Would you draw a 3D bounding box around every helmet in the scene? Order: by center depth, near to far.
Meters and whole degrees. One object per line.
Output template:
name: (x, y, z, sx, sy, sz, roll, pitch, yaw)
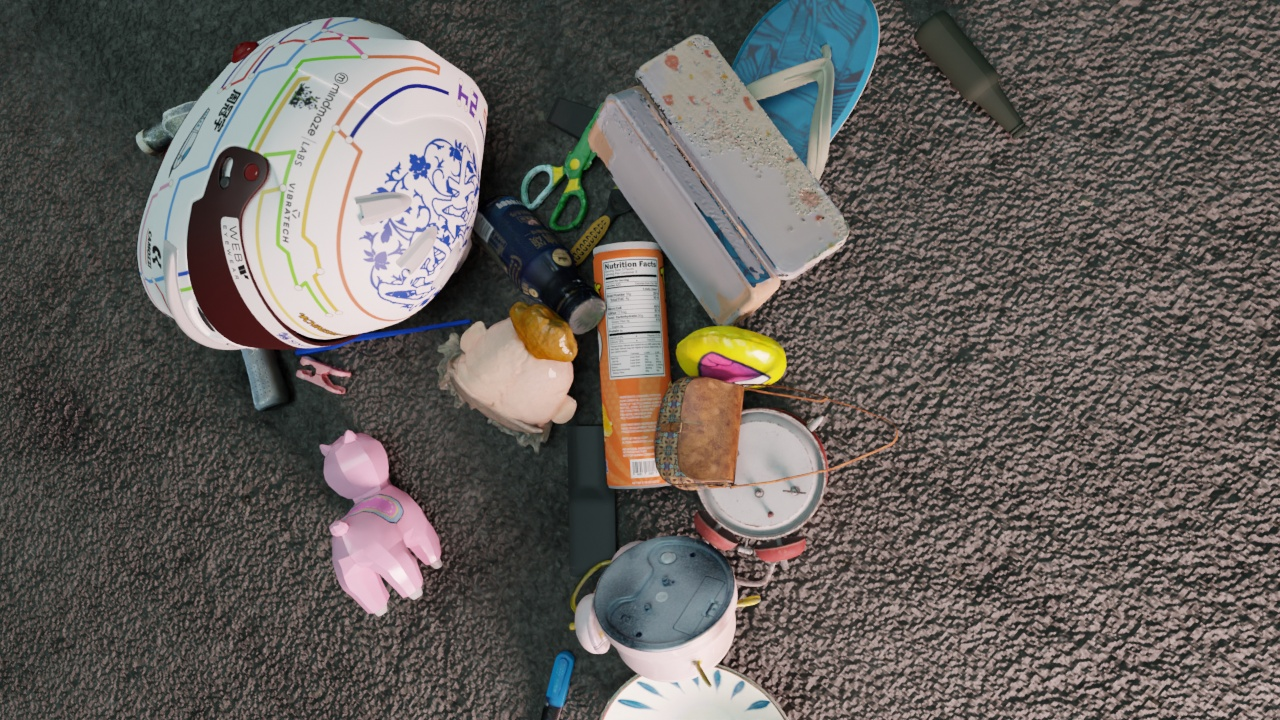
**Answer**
helmet: (-0.262, -0.134, 0.790, 0.236, 0.231, 0.314, 23, 88, 20)

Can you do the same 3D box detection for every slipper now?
slipper: (0.111, -0.190, 0.790, 0.118, 0.060, 0.295, 21, 95, 17)

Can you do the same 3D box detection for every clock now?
clock: (0.009, 0.205, 0.771, 0.158, 0.116, 0.059, 9, 131, 32)
clock: (0.099, 0.115, 0.784, 0.110, 0.062, 0.157, 12, 92, 13)

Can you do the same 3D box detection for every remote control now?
remote control: (-0.045, 0.129, 0.840, 0.045, 0.021, 0.140, -2, 90, 15)
remote control: (-0.030, -0.210, 0.849, 0.125, 0.010, 0.039, 27, 95, 14)

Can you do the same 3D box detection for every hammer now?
hammer: (-0.409, -0.110, 0.930, 0.141, 0.036, 0.326, -20, 84, 14)

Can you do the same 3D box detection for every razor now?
razor: (-0.045, -0.114, 0.845, 0.044, 0.021, 0.144, 39, 97, -6)

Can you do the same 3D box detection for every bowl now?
bowl: (0.053, 0.336, 0.785, 0.177, 0.070, 0.177, 0, 89, 14)

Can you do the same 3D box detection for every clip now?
clip: (-0.313, 0.008, 0.909, 0.059, 0.022, 0.039, 15, 96, 15)

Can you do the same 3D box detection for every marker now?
marker: (-0.083, 0.329, 0.848, 0.018, 0.015, 0.123, 15, 94, 13)

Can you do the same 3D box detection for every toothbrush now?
toothbrush: (-0.254, -0.026, 0.900, 0.187, 0.016, 0.011, -10, 84, 12)

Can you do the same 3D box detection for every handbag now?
handbag: (0.103, 0.058, 0.729, 0.196, 0.043, 0.093, -1, 72, 27)

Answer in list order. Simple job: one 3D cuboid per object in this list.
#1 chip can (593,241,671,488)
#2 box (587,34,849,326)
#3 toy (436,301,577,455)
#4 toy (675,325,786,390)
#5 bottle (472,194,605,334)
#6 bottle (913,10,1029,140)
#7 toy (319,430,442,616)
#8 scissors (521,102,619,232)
chip can: (-0.005, 0.005, 0.811, 0.062, 0.062, 0.210, -4, 88, 14)
box: (0.063, -0.150, 0.771, 0.217, 0.094, 0.121, 56, 145, 8)
toy: (-0.106, 0.004, 0.807, 0.132, 0.076, 0.176, 35, 138, -11)
toy: (0.077, -0.002, 0.778, 0.096, 0.094, 0.041, -8, 63, 35)
bottle: (-0.091, -0.086, 0.816, 0.056, 0.056, 0.161, -48, 59, 8)
bottle: (0.278, -0.235, 0.763, 0.033, 0.033, 0.123, -38, 81, 10)
toy: (-0.249, 0.144, 0.847, 0.067, 0.123, 0.157, -27, 98, 12)
scissors: (-0.067, -0.187, 0.850, 0.078, 0.013, 0.132, 30, 104, 15)
